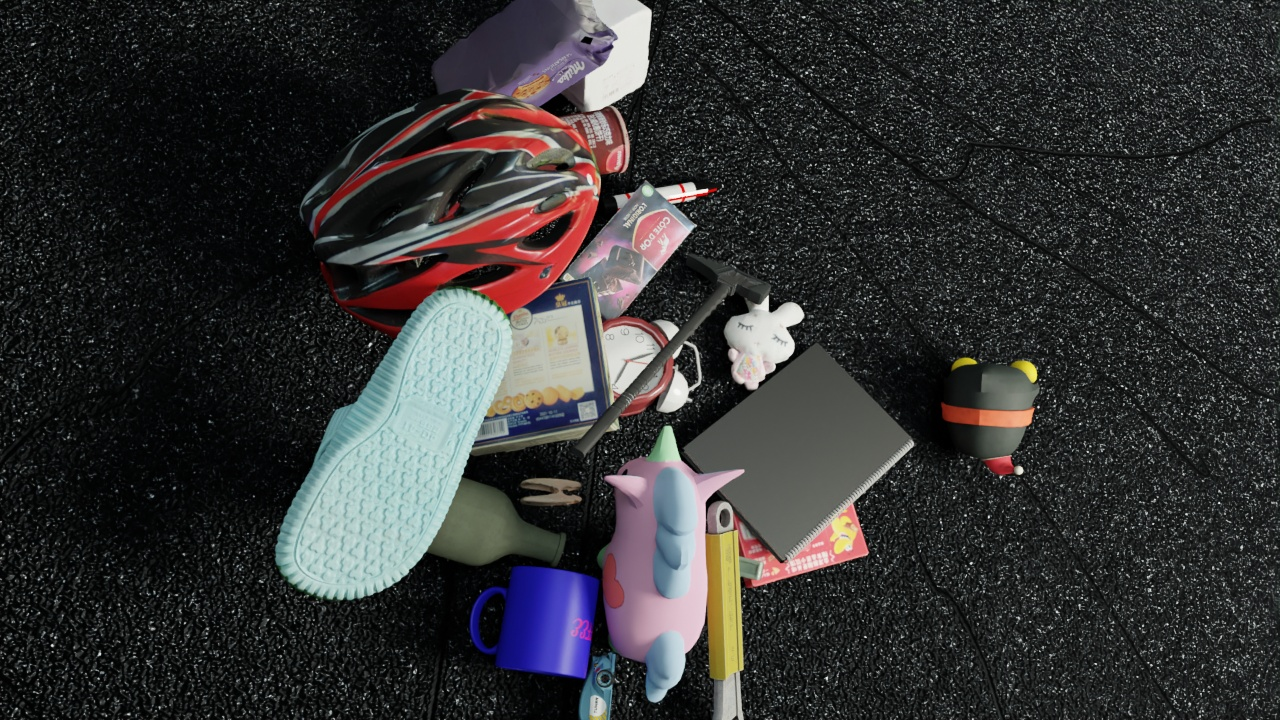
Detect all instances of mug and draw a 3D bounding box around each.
[{"bbox_3d":[-0.096,0.229,0.807,0.111,0.079,0.083,2,69,14],"label":"mug"}]

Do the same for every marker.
[{"bbox_3d":[0.025,-0.180,1.006,0.145,0.019,0.019,-14,76,-20],"label":"marker"}]

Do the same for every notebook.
[{"bbox_3d":[0.165,0.089,0.939,0.206,0.016,0.149,-35,75,-27],"label":"notebook"}]

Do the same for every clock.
[{"bbox_3d":[-0.005,0.005,0.918,0.137,0.048,0.096,-1,72,-15],"label":"clock"}]

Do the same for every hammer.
[{"bbox_3d":[0.020,-0.011,0.874,0.095,0.015,0.323,27,43,16],"label":"hammer"}]

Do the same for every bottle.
[{"bbox_3d":[-0.168,0.138,0.814,0.206,0.072,0.071,19,68,-9],"label":"bottle"}]

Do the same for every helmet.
[{"bbox_3d":[-0.168,-0.142,0.828,0.272,0.167,0.217,-31,59,-5],"label":"helmet"}]

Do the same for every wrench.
[{"bbox_3d":[0.075,0.265,0.832,0.083,0.018,0.273,2,84,-49],"label":"wrench"}]

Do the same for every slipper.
[{"bbox_3d":[-0.195,0.066,0.754,0.116,0.070,0.276,29,79,-16],"label":"slipper"}]

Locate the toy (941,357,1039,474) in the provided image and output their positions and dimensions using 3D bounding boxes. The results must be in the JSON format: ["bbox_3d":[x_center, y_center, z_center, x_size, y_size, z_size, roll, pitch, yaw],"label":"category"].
[{"bbox_3d":[0.373,0.060,0.988,0.098,0.099,0.119,4,95,29],"label":"toy"}]

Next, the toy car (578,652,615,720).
[{"bbox_3d":[-0.041,0.310,0.800,0.027,0.060,0.107,6,70,-2],"label":"toy car"}]

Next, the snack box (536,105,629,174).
[{"bbox_3d":[-0.080,-0.221,0.961,0.121,0.072,0.072,-16,77,-20],"label":"snack box"}]

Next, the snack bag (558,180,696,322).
[{"bbox_3d":[-0.014,-0.113,0.964,0.074,0.018,0.155,41,71,-7],"label":"snack bag"}]

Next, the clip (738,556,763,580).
[{"bbox_3d":[0.080,0.193,0.878,0.076,0.047,0.023,11,78,14],"label":"clip"}]

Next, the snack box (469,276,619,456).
[{"bbox_3d":[-0.102,0.006,0.865,0.144,0.042,0.145,-11,74,6],"label":"snack box"}]

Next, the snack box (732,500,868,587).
[{"bbox_3d":[0.156,0.169,0.924,0.132,0.021,0.089,-10,75,-19],"label":"snack box"}]

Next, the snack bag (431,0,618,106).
[{"bbox_3d":[-0.124,-0.305,0.923,0.058,0.206,0.096,7,59,-60],"label":"snack bag"}]

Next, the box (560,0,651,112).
[{"bbox_3d":[-0.068,-0.354,0.998,0.102,0.110,0.130,-36,65,-23],"label":"box"}]

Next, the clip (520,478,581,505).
[{"bbox_3d":[-0.085,0.123,0.869,0.062,0.025,0.047,31,66,-7],"label":"clip"}]

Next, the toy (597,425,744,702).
[{"bbox_3d":[0.016,0.181,0.797,0.120,0.171,0.222,-1,72,-17],"label":"toy"}]

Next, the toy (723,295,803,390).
[{"bbox_3d":[0.128,-0.026,0.972,0.076,0.037,0.125,26,59,2],"label":"toy"}]
